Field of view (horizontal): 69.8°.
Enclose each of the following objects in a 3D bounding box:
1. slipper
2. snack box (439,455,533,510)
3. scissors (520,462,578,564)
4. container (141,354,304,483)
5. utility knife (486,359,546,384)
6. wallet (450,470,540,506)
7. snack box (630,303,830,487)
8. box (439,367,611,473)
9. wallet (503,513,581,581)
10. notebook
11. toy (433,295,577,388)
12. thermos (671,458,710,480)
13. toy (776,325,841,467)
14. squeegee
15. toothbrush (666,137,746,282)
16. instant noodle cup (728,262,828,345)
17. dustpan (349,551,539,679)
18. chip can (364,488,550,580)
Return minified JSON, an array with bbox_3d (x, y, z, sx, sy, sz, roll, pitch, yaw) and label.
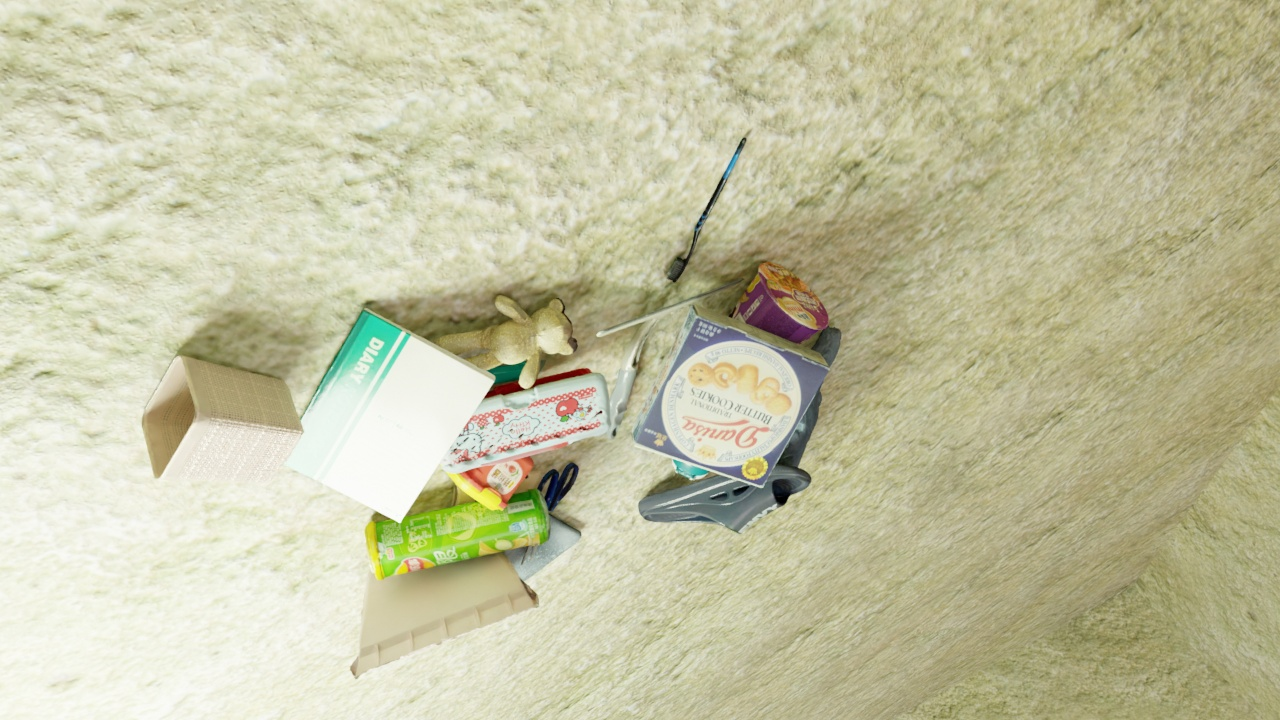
[{"bbox_3d":[0.123,0.216,1.326,0.269,0.083,0.110,-17,154,24],"label":"slipper"},{"bbox_3d":[-0.183,0.122,1.101,0.080,0.082,0.091,-47,143,-6],"label":"snack box"},{"bbox_3d":[-0.136,0.211,1.238,0.173,0.012,0.128,-55,154,-1],"label":"scissors"},{"bbox_3d":[-0.395,0.061,0.874,0.110,0.090,0.090,17,119,-47],"label":"container"},{"bbox_3d":[-0.184,0.018,1.040,0.161,0.013,0.029,-8,132,-26],"label":"utility knife"},{"bbox_3d":[-0.191,0.184,1.199,0.115,0.024,0.087,-7,129,-31],"label":"wallet"},{"bbox_3d":[0.106,0.047,1.104,0.178,0.045,0.183,20,109,-16],"label":"snack box"},{"bbox_3d":[-0.133,0.062,1.027,0.201,0.094,0.092,-15,162,-14],"label":"box"},{"bbox_3d":[-0.155,0.268,1.315,0.121,0.019,0.097,-39,139,8],"label":"wallet"},{"bbox_3d":[-0.269,0.062,0.964,0.150,0.012,0.209,30,110,-16],"label":"notebook"},{"bbox_3d":[-0.149,-0.018,0.998,0.157,0.066,0.105,-17,96,-16],"label":"toy"},{"bbox_3d":[0.098,0.070,1.255,0.073,0.073,0.225,-8,135,-30],"label":"thermos"},{"bbox_3d":[0.208,0.110,1.365,0.137,0.091,0.357,-38,153,-44],"label":"toy"},{"bbox_3d":[-0.007,0.007,1.136,0.245,0.039,0.247,-23,149,-42],"label":"squeegee"},{"bbox_3d":[0.073,-0.167,1.034,0.016,0.014,0.190,17,121,-17],"label":"toothbrush"},{"bbox_3d":[0.163,-0.049,1.151,0.111,0.111,0.099,8,134,-40],"label":"instant noodle cup"},{"bbox_3d":[-0.239,0.328,1.164,0.222,0.273,0.139,-17,115,-10],"label":"dustpan"},{"bbox_3d":[-0.222,0.213,1.135,0.221,0.072,0.073,-10,136,-13],"label":"chip can"}]
